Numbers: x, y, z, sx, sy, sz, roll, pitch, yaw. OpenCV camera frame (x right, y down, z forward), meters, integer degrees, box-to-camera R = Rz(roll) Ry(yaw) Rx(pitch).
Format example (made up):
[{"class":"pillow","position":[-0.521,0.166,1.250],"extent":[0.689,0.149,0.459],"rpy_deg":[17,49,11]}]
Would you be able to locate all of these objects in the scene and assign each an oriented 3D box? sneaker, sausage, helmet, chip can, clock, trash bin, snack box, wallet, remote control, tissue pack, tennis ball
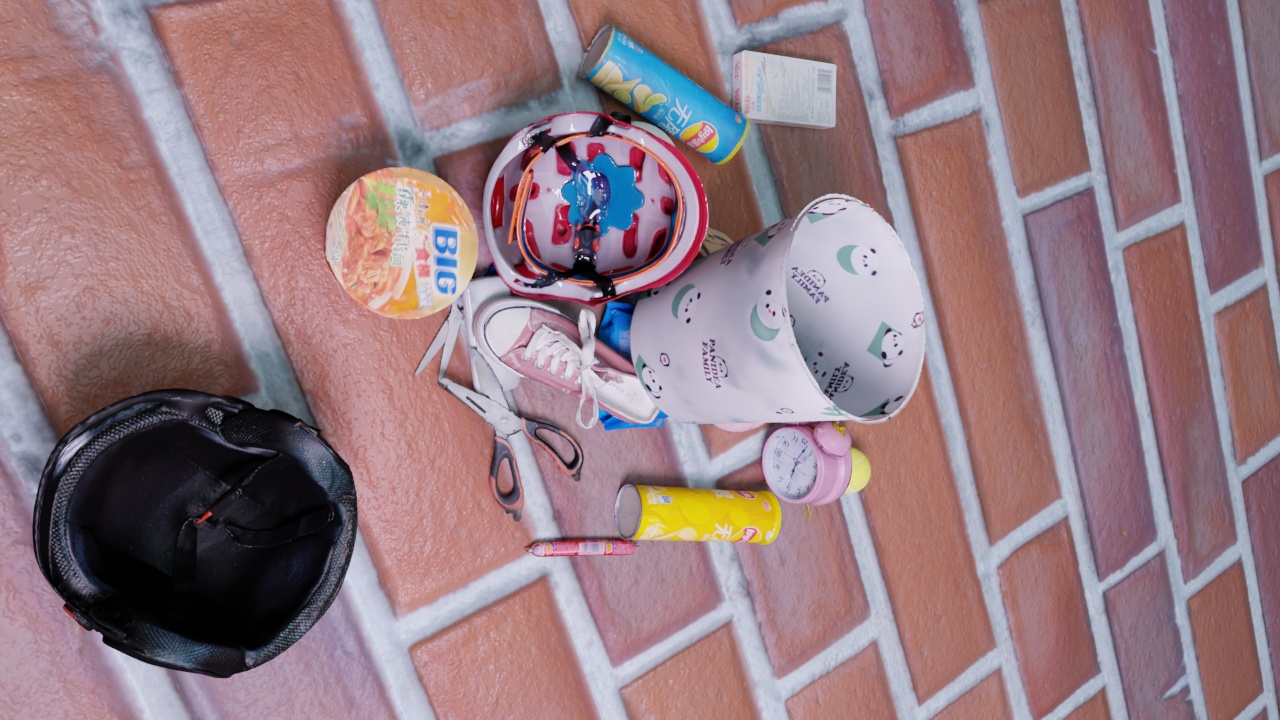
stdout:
[{"class":"sneaker","position":[-0.073,0.003,1.027],"extent":[0.241,0.088,0.118],"rpy_deg":[30,85,-16]},{"class":"sausage","position":[-0.070,0.231,1.132],"extent":[0.155,0.020,0.020],"rpy_deg":[5,92,-28]},{"class":"helmet","position":[-0.048,-0.176,1.019],"extent":[0.240,0.143,0.207],"rpy_deg":[3,113,-1]},{"class":"chip can","position":[0.075,0.198,1.178],"extent":[0.213,0.072,0.072],"rpy_deg":[8,90,-27]},{"class":"clock","position":[0.221,0.118,1.209],"extent":[0.059,0.117,0.159],"rpy_deg":[-1,115,-39]},{"class":"trash bin","position":[0.137,-0.033,0.996],"extent":[0.229,0.253,0.229],"rpy_deg":[9,76,-39]},{"class":"snack box","position":[0.192,-0.357,1.218],"extent":[0.156,0.027,0.085],"rpy_deg":[-2,96,-28]},{"class":"wallet","position":[0.093,-0.141,1.137],"extent":[0.087,0.115,0.024],"rpy_deg":[17,116,-26]},{"class":"chip can","position":[0.031,-0.319,1.111],"extent":[0.210,0.071,0.071],"rpy_deg":[26,82,-27]},{"class":"remote control","position":[-0.170,-0.028,1.048],"extent":[0.055,0.020,0.136],"rpy_deg":[-14,110,-29]},{"class":"tissue pack","position":[-0.007,0.007,1.129],"extent":[0.094,0.052,0.157],"rpy_deg":[-1,94,-30]},{"class":"helmet","position":[-0.401,0.151,0.832],"extent":[0.274,0.231,0.232],"rpy_deg":[41,61,-25]},{"class":"tennis ball","position":[0.290,0.154,1.291],"extent":[0.065,0.065,0.065],"rpy_deg":[-2,95,-28]}]

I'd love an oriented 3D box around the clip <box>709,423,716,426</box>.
[{"class":"clip","position":[0.086,0.066,1.201],"extent":[0.013,0.037,0.055],"rpy_deg":[-46,124,-17]}]

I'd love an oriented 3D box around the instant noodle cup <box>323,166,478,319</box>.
[{"class":"instant noodle cup","position":[-0.257,-0.119,0.952],"extent":[0.151,0.111,0.151],"rpy_deg":[-2,95,-28]}]

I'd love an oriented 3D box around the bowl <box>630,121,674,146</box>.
[{"class":"bowl","position":[0.001,-0.232,1.105],"extent":[0.116,0.066,0.116],"rpy_deg":[-2,95,-27]}]

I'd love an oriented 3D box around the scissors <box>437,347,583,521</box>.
[{"class":"scissors","position":[-0.149,0.089,1.069],"extent":[0.188,0.015,0.224],"rpy_deg":[-1,101,-31]}]

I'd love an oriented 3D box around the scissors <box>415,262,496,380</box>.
[{"class":"scissors","position":[-0.198,-0.055,1.046],"extent":[0.144,0.012,0.170],"rpy_deg":[-10,101,-27]}]

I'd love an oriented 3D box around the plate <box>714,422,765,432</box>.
[{"class":"plate","position":[0.145,0.000,1.196],"extent":[0.192,0.039,0.192],"rpy_deg":[-4,96,-39]}]
